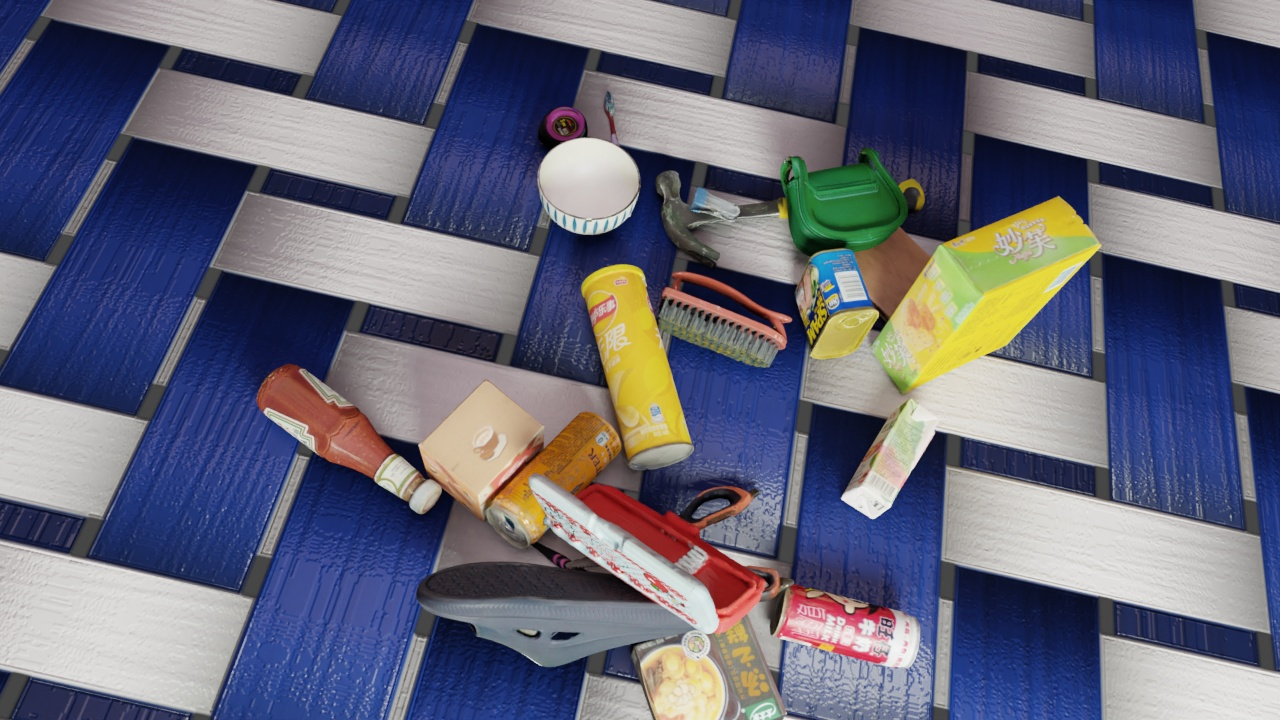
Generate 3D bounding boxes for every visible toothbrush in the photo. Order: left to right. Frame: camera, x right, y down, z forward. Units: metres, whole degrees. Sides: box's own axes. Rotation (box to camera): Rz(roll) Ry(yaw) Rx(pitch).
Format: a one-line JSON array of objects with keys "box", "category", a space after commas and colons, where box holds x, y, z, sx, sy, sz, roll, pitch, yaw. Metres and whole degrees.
[{"box": [-0.064, 0.205, 0.897, 0.189, 0.018, 0.014, 32, 75, 8], "category": "toothbrush"}, {"box": [-0.028, -0.254, 1.120, 0.016, 0.017, 0.187, -5, 64, -8], "category": "toothbrush"}]

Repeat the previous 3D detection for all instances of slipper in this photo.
[{"box": [-0.067, 0.238, 0.828, 0.268, 0.111, 0.083, 6, 92, -12], "category": "slipper"}]

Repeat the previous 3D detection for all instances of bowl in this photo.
[{"box": [-0.060, -0.192, 1.060, 0.116, 0.066, 0.116, 2, 63, -5], "category": "bowl"}]

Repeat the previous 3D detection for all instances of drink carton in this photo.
[{"box": [0.264, 0.103, 0.960, 0.045, 0.054, 0.122, 35, 66, 6], "category": "drink carton"}]

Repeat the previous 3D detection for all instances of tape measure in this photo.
[{"box": [-0.092, -0.276, 1.113, 0.057, 0.039, 0.057, 40, 72, 13], "category": "tape measure"}]

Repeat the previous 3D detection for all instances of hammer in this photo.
[{"box": [0.186, -0.181, 1.101, 0.323, 0.032, 0.126, -6, 65, -9], "category": "hammer"}]

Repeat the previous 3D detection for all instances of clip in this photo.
[{"box": [0.087, -0.178, 1.061, 0.058, 0.043, 0.026, 18, 61, -2], "category": "clip"}]

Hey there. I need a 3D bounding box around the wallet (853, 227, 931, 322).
[{"box": [0.296, -0.104, 1.078, 0.101, 0.020, 0.115, -34, 76, -20], "category": "wallet"}]

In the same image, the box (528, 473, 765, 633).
[{"box": [-0.001, 0.168, 0.809, 0.201, 0.154, 0.074, 27, 94, 32], "category": "box"}]

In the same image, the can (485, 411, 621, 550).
[{"box": [-0.083, 0.115, 0.903, 0.058, 0.058, 0.145, 37, 57, 12], "category": "can"}]

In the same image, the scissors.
[{"box": [0.040, 0.177, 0.887, 0.225, 0.015, 0.189, -19, 41, -26], "category": "scissors"}]

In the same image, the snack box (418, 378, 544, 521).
[{"box": [-0.153, 0.090, 0.899, 0.077, 0.094, 0.092, 38, 66, 12], "category": "snack box"}]

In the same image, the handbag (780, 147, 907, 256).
[{"box": [0.230, -0.183, 1.049, 0.131, 0.068, 0.120, -13, 78, -14], "category": "handbag"}]

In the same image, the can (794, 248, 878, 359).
[{"box": [0.212, -0.062, 1.008, 0.057, 0.102, 0.083, -8, 63, -10], "category": "can"}]

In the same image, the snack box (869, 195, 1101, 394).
[{"box": [0.352, -0.063, 0.962, 0.157, 0.210, 0.070, -22, 68, -17], "category": "snack box"}]

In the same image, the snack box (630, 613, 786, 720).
[{"box": [0.065, 0.309, 0.846, 0.113, 0.053, 0.125, -16, 62, -13], "category": "snack box"}]

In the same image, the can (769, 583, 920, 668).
[{"box": [0.195, 0.254, 0.880, 0.133, 0.053, 0.053, 14, 64, 1], "category": "can"}]

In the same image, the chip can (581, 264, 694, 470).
[{"box": [-0.006, 0.006, 0.969, 0.072, 0.072, 0.213, -10, 67, -11], "category": "chip can"}]

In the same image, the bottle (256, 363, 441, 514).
[{"box": [-0.287, 0.081, 0.911, 0.206, 0.060, 0.059, 34, 66, 10], "category": "bottle"}]

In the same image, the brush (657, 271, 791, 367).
[{"box": [0.093, -0.046, 1.008, 0.146, 0.063, 0.069, 22, 77, 3], "category": "brush"}]
